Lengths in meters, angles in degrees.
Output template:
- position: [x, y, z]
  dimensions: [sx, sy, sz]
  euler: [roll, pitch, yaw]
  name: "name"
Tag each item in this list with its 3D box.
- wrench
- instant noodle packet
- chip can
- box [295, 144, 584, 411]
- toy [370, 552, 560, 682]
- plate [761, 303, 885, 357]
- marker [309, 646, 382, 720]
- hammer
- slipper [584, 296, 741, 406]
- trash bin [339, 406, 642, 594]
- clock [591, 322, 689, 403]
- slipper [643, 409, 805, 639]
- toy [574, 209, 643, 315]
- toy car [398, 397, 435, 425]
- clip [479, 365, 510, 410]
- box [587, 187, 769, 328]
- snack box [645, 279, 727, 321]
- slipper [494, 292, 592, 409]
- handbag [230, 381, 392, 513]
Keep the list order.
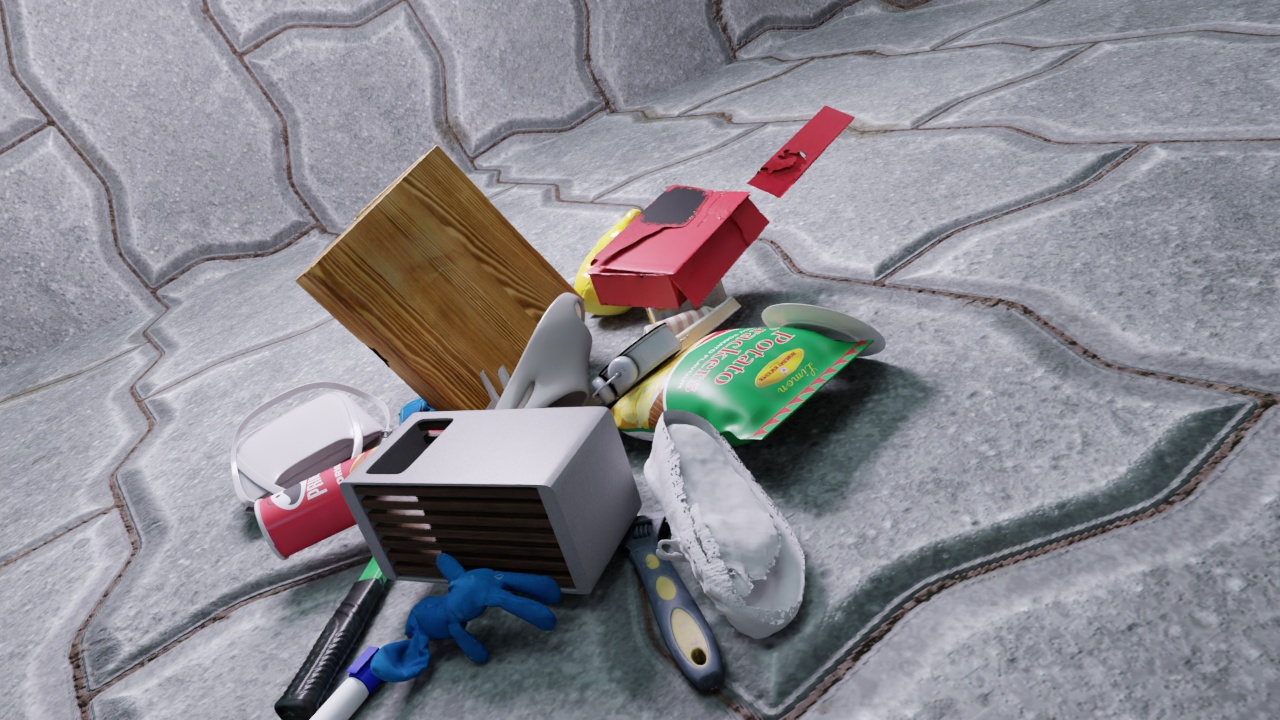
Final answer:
- position: [0.015, 0.183, 0.772]
  dimensions: [0.073, 0.022, 0.273]
  euler: [-22, 23, -6]
  name: "wrench"
- position: [0.088, 0.026, 0.964]
  dimensions: [0.253, 0.090, 0.195]
  euler: [-1, 27, 49]
  name: "instant noodle packet"
- position: [-0.288, 0.131, 0.976]
  dimensions: [0.220, 0.069, 0.069]
  euler: [-25, 24, -10]
  name: "chip can"
- position: [-0.283, -0.107, 1.274]
  dimensions: [0.285, 0.279, 0.335]
  euler: [-50, 19, -19]
  name: "box"
- position: [-0.153, 0.216, 0.769]
  dimensions: [0.177, 0.071, 0.112]
  euler: [-21, 28, 24]
  name: "toy"
- position: [0.194, -0.027, 0.985]
  dimensions: [0.135, 0.134, 0.011]
  euler: [4, 70, 43]
  name: "plate"
- position: [-0.253, 0.290, 0.741]
  dimensions: [0.023, 0.027, 0.132]
  euler: [-7, 26, 34]
  name: "marker"
- position: [-0.265, 0.219, 0.900]
  dimensions: [0.130, 0.032, 0.317]
  euler: [-12, 25, 16]
  name: "hammer"
- position: [0.011, -0.011, 1.118]
  dimensions: [0.262, 0.052, 0.115]
  euler: [-34, -1, -23]
  name: "slipper"
- position: [-0.134, 0.124, 0.837]
  dimensions: [0.229, 0.114, 0.114]
  euler: [-3, 29, 27]
  name: "trash bin"
- position: [-0.006, 0.006, 0.999]
  dimensions: [0.122, 0.035, 0.095]
  euler: [-36, -5, -38]
  name: "clock"
- position: [0.059, 0.133, 0.765]
  dimensions: [0.112, 0.075, 0.246]
  euler: [-2, 30, -18]
  name: "slipper"
- position: [-0.037, -0.137, 1.335]
  dimensions: [0.092, 0.208, 0.133]
  euler: [30, 59, 12]
  name: "toy"
- position: [-0.290, 0.077, 1.207]
  dimensions: [0.056, 0.043, 0.120]
  euler: [-23, 22, -2]
  name: "toy car"
- position: [-0.160, 0.059, 1.083]
  dimensions: [0.052, 0.102, 0.058]
  euler: [-30, -10, -6]
  name: "clip"
- position: [0.062, -0.116, 1.221]
  dimensions: [0.165, 0.153, 0.213]
  euler: [8, 41, 34]
  name: "box"
- position: [0.056, -0.097, 1.266]
  dimensions: [0.105, 0.084, 0.061]
  euler: [-22, 23, -5]
  name: "snack box"
- position: [-0.103, 0.052, 1.007]
  dimensions: [0.081, 0.113, 0.265]
  euler: [20, 64, 16]
  name: "slipper"
- position: [-0.408, 0.115, 1.162]
  dimensions: [0.215, 0.096, 0.223]
  euler: [-32, 32, -21]
  name: "handbag"
